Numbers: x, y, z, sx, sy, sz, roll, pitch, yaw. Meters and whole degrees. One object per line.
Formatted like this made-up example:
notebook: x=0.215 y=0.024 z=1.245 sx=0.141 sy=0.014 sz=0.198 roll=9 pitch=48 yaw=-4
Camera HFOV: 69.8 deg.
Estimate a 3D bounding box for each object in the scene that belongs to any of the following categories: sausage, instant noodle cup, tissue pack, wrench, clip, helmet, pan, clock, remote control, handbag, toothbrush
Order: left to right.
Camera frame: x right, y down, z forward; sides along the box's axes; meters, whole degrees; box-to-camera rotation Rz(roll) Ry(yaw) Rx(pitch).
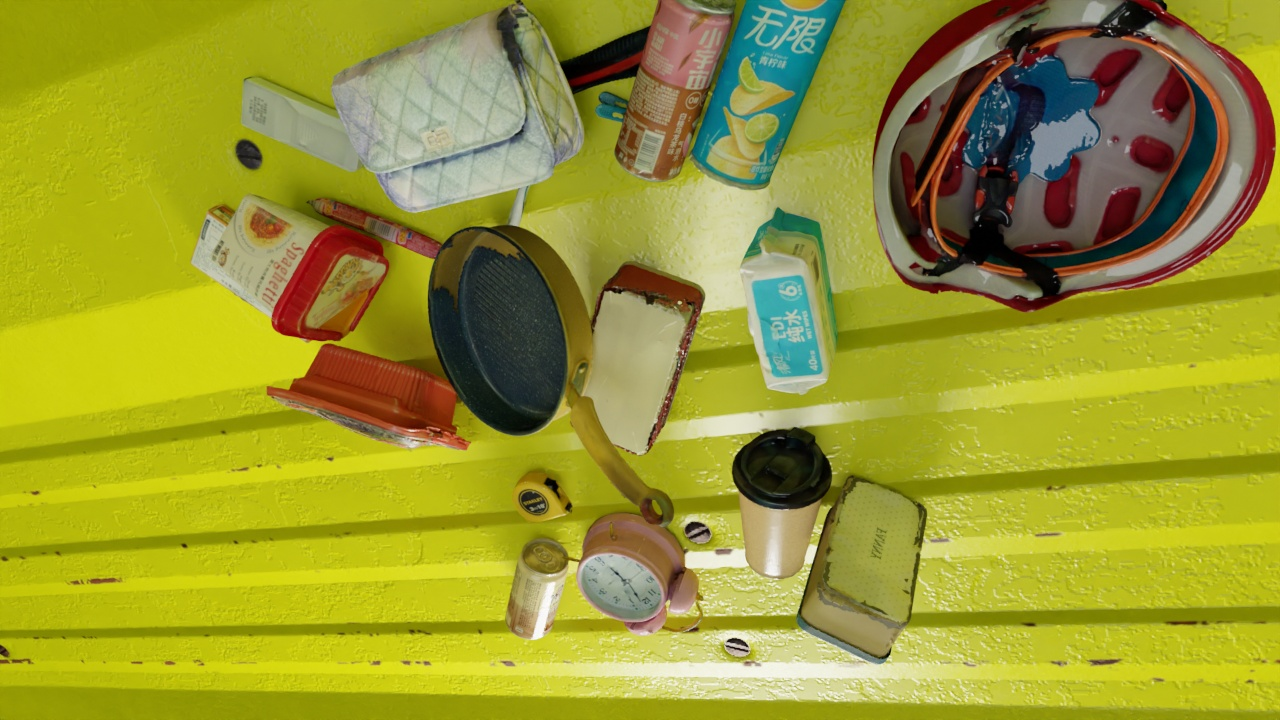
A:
instant noodle cup: x=-0.330 y=-0.093 z=0.886 sx=0.124 sy=0.116 sz=0.116 roll=33 pitch=94 yaw=13
remote control: x=-0.317 y=-0.221 z=0.865 sx=0.125 sy=0.024 sz=0.049 roll=24 pitch=124 yaw=6
sausage: x=-0.257 y=-0.131 z=0.899 sx=0.156 sy=0.020 sz=0.020 roll=22 pitch=124 yaw=6
instant noodle cup: x=-0.263 y=0.040 z=0.935 sx=0.164 sy=0.189 sz=0.079 roll=15 pitch=82 yaw=9
handbag: x=-0.151 y=-0.202 z=0.759 sx=0.194 sy=0.075 sz=0.134 roll=-8 pitch=117 yaw=31
toothbrush: x=-0.096 y=-0.164 z=0.817 sx=0.018 sy=0.016 sz=0.192 roll=19 pitch=131 yaw=-11
pan: x=-0.080 y=0.018 z=0.802 sx=0.357 sy=0.078 sz=0.198 roll=37 pitch=129 yaw=29
wrench: x=-0.074 y=-0.239 z=0.773 sx=0.274 sy=0.016 sz=0.056 roll=-6 pitch=122 yaw=23
clip: x=-0.011 y=-0.207 z=0.766 sx=0.054 sy=0.033 sz=0.013 roll=17 pitch=127 yaw=-7
clock: x=0.000 y=0.241 z=1.004 sx=0.158 sy=0.059 sz=0.117 roll=41 pitch=125 yaw=-9
tissue pack: x=0.125 y=-0.049 z=0.770 sx=0.063 sy=0.089 sz=0.140 roll=-5 pitch=118 yaw=21
helmet: x=0.275 y=-0.151 z=0.629 sx=0.240 sy=0.143 sz=0.207 roll=7 pitch=123 yaw=-1

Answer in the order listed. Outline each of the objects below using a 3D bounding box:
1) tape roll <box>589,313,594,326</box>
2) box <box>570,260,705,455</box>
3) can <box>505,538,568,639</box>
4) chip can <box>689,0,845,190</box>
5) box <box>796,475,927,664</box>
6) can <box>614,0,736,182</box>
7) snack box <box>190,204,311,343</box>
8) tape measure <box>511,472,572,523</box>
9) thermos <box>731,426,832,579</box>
tape roll: x=-0.010 y=-0.020 z=0.880 sx=0.086 sy=0.013 sz=0.086 roll=9 pitch=122 yaw=15
box: x=-0.005 y=0.005 z=0.838 sx=0.091 sy=0.075 sz=0.169 roll=21 pitch=124 yaw=8
can: x=-0.120 y=0.265 z=1.061 sx=0.058 sy=0.058 sz=0.116 roll=21 pitch=124 yaw=7
chip can: x=0.103 y=-0.235 z=0.679 sx=0.071 sy=0.071 sz=0.211 roll=24 pitch=124 yaw=5
box: x=0.202 y=0.187 z=0.826 sx=0.090 sy=0.183 sz=0.060 roll=25 pitch=128 yaw=11
can: x=0.025 y=-0.214 z=0.711 sx=0.058 sy=0.057 sz=0.148 roll=24 pitch=129 yaw=5
snack box: x=-0.396 y=-0.090 z=0.968 sx=0.153 sy=0.026 sz=0.075 roll=35 pitch=124 yaw=-3
tape measure: x=-0.110 y=0.149 z=1.007 sx=0.060 sy=0.028 sz=0.057 roll=-20 pitch=112 yaw=28
thermos: x=0.134 y=0.141 z=0.886 sx=0.093 sy=0.092 sz=0.143 roll=8 pitch=130 yaw=15
